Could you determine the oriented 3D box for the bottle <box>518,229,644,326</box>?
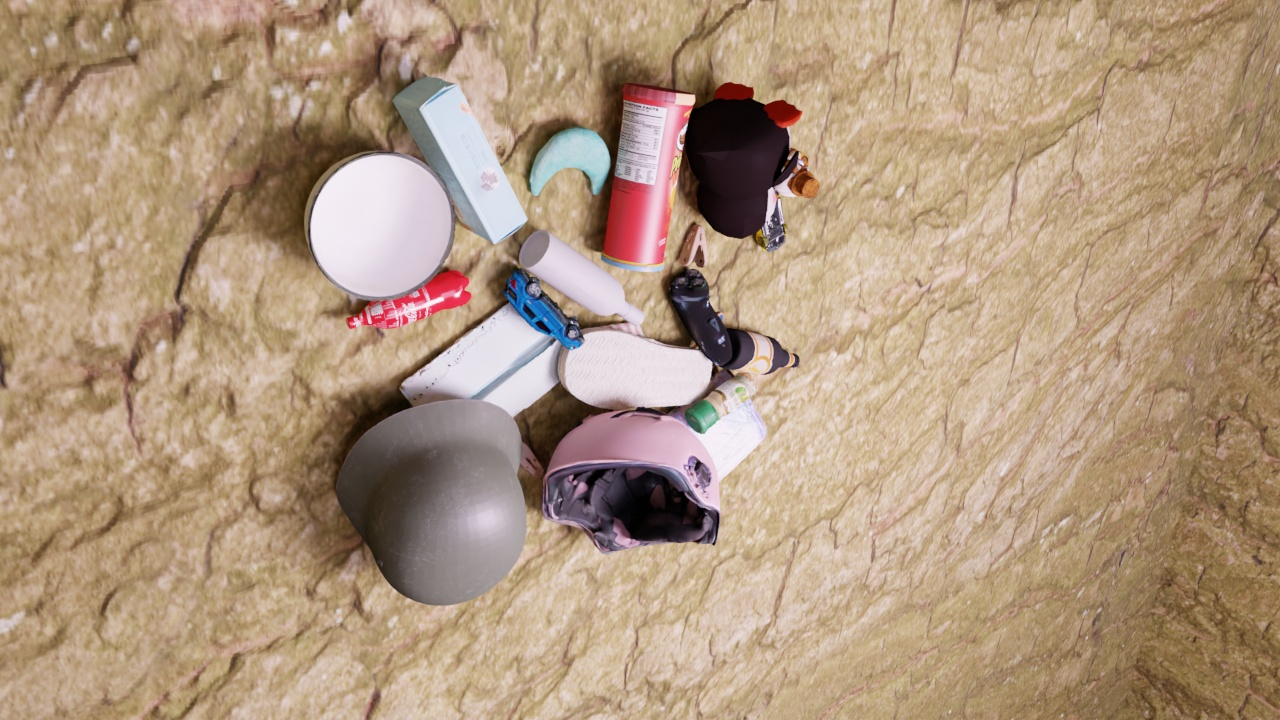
[{"bbox_3d":[-0.064,-0.093,1.146,0.195,0.052,0.052,32,89,-42],"label":"bottle"}]

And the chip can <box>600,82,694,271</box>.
[{"bbox_3d":[0.006,-0.222,1.119,0.086,0.087,0.214,-5,114,-36],"label":"chip can"}]

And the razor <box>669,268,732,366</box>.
[{"bbox_3d":[0.090,-0.058,1.260,0.052,0.064,0.140,-38,107,-26],"label":"razor"}]

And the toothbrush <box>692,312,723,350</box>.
[{"bbox_3d":[0.079,-0.015,1.317,0.135,0.017,0.021,-51,137,-7],"label":"toothbrush"}]

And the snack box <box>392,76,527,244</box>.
[{"bbox_3d":[-0.190,-0.212,0.979,0.053,0.075,0.175,-39,129,-16],"label":"snack box"}]

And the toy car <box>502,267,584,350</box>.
[{"bbox_3d":[-0.116,-0.058,1.100,0.043,0.056,0.120,-44,104,4],"label":"toy car"}]

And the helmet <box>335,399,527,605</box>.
[{"bbox_3d":[-0.223,0.194,1.071,0.226,0.153,0.269,-9,138,-25],"label":"helmet"}]

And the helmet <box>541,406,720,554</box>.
[{"bbox_3d":[-0.005,0.148,1.209,0.255,0.231,0.152,41,47,-41],"label":"helmet"}]

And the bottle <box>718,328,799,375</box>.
[{"bbox_3d":[0.181,-0.009,1.368,0.181,0.059,0.059,9,105,-48],"label":"bottle"}]

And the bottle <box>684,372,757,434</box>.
[{"bbox_3d":[0.116,0.060,1.304,0.110,0.043,0.043,-35,128,-22],"label":"bottle"}]

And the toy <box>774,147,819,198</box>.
[{"bbox_3d":[0.202,-0.258,1.240,0.067,0.112,0.087,-48,133,5],"label":"toy"}]

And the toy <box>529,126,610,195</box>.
[{"bbox_3d":[-0.081,-0.235,1.084,0.105,0.033,0.085,-8,129,-33],"label":"toy"}]

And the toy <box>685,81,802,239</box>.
[{"bbox_3d":[0.117,-0.231,1.170,0.139,0.159,0.184,-42,149,-28],"label":"toy"}]

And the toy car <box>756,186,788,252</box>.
[{"bbox_3d":[0.180,-0.203,1.298,0.049,0.030,0.107,-32,124,-24],"label":"toy car"}]

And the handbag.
[{"bbox_3d":[0.096,0.104,1.357,0.158,0.069,0.126,-40,114,-17],"label":"handbag"}]

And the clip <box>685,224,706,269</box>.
[{"bbox_3d":[0.078,-0.156,1.248,0.049,0.026,0.061,-54,125,-18],"label":"clip"}]

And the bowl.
[{"bbox_3d":[-0.275,-0.144,0.947,0.153,0.073,0.154,-16,119,-32],"label":"bowl"}]

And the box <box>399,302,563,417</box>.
[{"bbox_3d":[-0.180,0.023,1.120,0.196,0.044,0.136,-40,129,-21],"label":"box"}]

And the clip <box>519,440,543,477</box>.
[{"bbox_3d":[-0.150,0.128,1.207,0.061,0.049,0.026,44,80,1],"label":"clip"}]

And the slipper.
[{"bbox_3d":[-0.007,0.007,1.234,0.262,0.052,0.115,8,99,-42],"label":"slipper"}]

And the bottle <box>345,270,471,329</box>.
[{"bbox_3d":[-0.257,-0.063,1.019,0.141,0.042,0.042,-23,122,-28],"label":"bottle"}]
